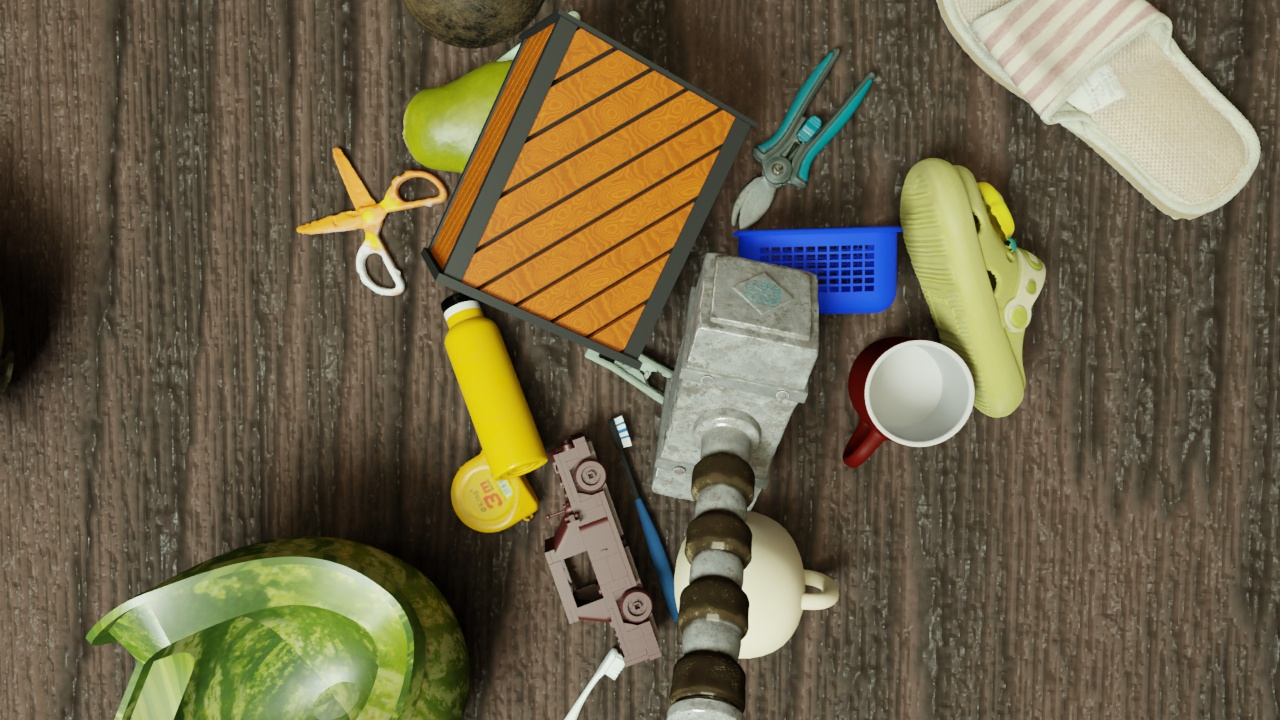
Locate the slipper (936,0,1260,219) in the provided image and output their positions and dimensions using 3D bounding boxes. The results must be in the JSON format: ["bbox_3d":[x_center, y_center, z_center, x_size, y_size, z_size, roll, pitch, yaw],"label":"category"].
[{"bbox_3d":[0.324,-0.205,0.646,0.263,0.052,0.115,43,95,2],"label":"slipper"}]

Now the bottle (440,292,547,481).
[{"bbox_3d":[-0.115,0.017,0.695,0.043,0.043,0.143,-24,76,6],"label":"bottle"}]

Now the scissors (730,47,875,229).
[{"bbox_3d":[0.122,-0.162,0.684,0.146,0.019,0.133,-7,92,5],"label":"scissors"}]

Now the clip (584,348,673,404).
[{"bbox_3d":[-0.005,0.005,0.704,0.076,0.023,0.044,32,97,5],"label":"clip"}]

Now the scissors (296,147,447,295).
[{"bbox_3d":[-0.210,-0.109,0.723,0.125,0.011,0.131,-10,92,5],"label":"scissors"}]

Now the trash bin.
[{"bbox_3d":[-0.043,-0.112,0.619,0.139,0.140,0.172,24,95,-21],"label":"trash bin"}]

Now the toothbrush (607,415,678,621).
[{"bbox_3d":[0.005,0.124,0.713,0.014,0.014,0.167,-19,93,-5],"label":"toothbrush"}]

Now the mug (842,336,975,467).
[{"bbox_3d":[0.180,0.033,0.657,0.073,0.082,0.106,39,96,2],"label":"mug"}]

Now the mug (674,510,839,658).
[{"bbox_3d":[0.084,0.165,0.665,0.120,0.099,0.096,3,93,5],"label":"mug"}]

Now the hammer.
[{"bbox_3d":[0.047,0.100,0.539,0.079,0.325,0.177,11,136,-2],"label":"hammer"}]

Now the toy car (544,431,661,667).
[{"bbox_3d":[-0.038,0.143,0.690,0.062,0.070,0.170,-20,91,-6],"label":"toy car"}]

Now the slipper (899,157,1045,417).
[{"bbox_3d":[0.245,-0.056,0.645,0.081,0.091,0.190,-17,95,4],"label":"slipper"}]

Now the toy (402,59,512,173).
[{"bbox_3d":[-0.124,-0.178,0.686,0.110,0.051,0.090,-2,105,-6],"label":"toy"}]

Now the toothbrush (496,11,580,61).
[{"bbox_3d":[-0.112,-0.222,0.705,0.155,0.015,0.022,-32,124,7],"label":"toothbrush"}]

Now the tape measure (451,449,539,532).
[{"bbox_3d":[-0.116,0.104,0.716,0.059,0.030,0.068,-32,83,5],"label":"tape measure"}]

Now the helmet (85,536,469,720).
[{"bbox_3d":[-0.238,0.237,0.632,0.242,0.248,0.213,-21,70,-34],"label":"helmet"}]

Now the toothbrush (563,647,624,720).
[{"bbox_3d":[-0.065,0.308,0.732,0.017,0.012,0.187,32,96,-1],"label":"toothbrush"}]

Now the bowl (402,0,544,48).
[{"bbox_3d":[-0.131,-0.301,0.682,0.121,0.056,0.121,0,93,5],"label":"bowl"}]

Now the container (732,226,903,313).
[{"bbox_3d":[0.125,-0.064,0.651,0.114,0.096,0.058,0,98,11],"label":"container"}]

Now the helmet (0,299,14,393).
[{"bbox_3d":[-0.570,-0.018,0.630,0.233,0.255,0.250,24,96,7],"label":"helmet"}]
